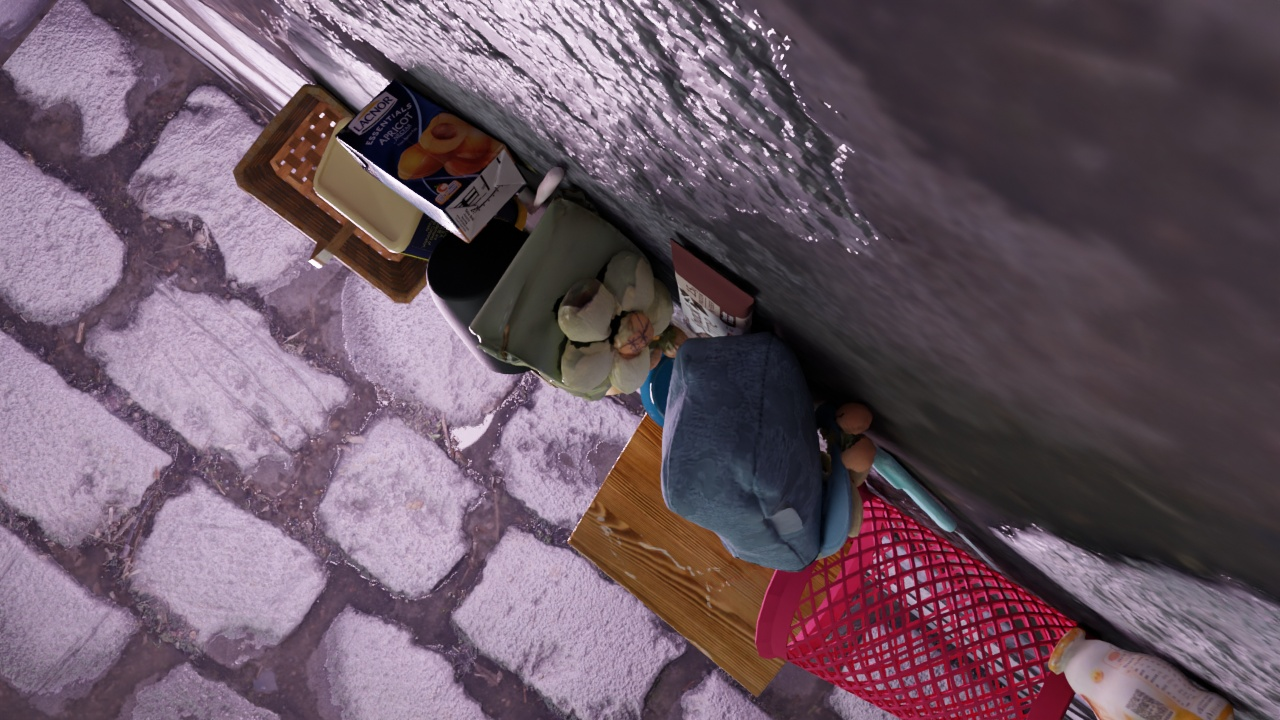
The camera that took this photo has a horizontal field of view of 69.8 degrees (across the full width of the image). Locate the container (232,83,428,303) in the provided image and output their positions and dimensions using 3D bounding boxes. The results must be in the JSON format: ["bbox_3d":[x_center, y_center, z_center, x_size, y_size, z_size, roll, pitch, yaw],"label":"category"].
[{"bbox_3d":[-0.328,-0.187,1.070,0.250,0.157,0.186,40,-173,-25],"label":"container"}]

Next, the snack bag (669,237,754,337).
[{"bbox_3d":[0.043,-0.029,0.552,0.057,0.013,0.158,39,173,12],"label":"snack bag"}]

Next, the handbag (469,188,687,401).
[{"bbox_3d":[-0.026,-0.028,0.615,0.117,0.113,0.186,27,176,19],"label":"handbag"}]

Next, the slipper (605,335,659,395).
[{"bbox_3d":[-0.005,0.005,0.837,0.263,0.078,0.100,36,165,-17],"label":"slipper"}]

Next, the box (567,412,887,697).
[{"bbox_3d":[0.120,0.190,1.117,0.279,0.283,0.314,36,-157,11],"label":"box"}]

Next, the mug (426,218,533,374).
[{"bbox_3d":[-0.091,-0.059,0.690,0.085,0.121,0.094,57,177,36],"label":"mug"}]

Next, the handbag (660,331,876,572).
[{"bbox_3d":[0.086,0.059,0.569,0.119,0.121,0.192,-2,155,19],"label":"handbag"}]

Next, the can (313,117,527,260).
[{"bbox_3d":[-0.177,-0.129,0.731,0.135,0.075,0.104,36,-166,31],"label":"can"}]

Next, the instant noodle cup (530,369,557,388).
[{"bbox_3d":[-0.103,-0.040,1.035,0.137,0.112,0.137,37,177,2],"label":"instant noodle cup"}]

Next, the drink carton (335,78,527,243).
[{"bbox_3d":[-0.145,-0.139,0.629,0.130,0.064,0.040,35,167,31],"label":"drink carton"}]

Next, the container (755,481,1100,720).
[{"bbox_3d":[0.242,0.229,0.767,0.226,0.183,0.183,26,171,31],"label":"container"}]

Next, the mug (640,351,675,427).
[{"bbox_3d":[0.038,0.021,0.700,0.078,0.078,0.121,38,179,2],"label":"mug"}]

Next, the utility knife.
[{"bbox_3d":[0.220,0.116,0.674,0.179,0.015,0.022,42,175,-28],"label":"utility knife"}]

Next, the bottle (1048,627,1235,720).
[{"bbox_3d":[0.328,0.223,0.607,0.108,0.063,0.063,34,175,43],"label":"bottle"}]

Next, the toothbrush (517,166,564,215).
[{"bbox_3d":[-0.066,-0.113,0.604,0.018,0.015,0.181,44,175,-11],"label":"toothbrush"}]
